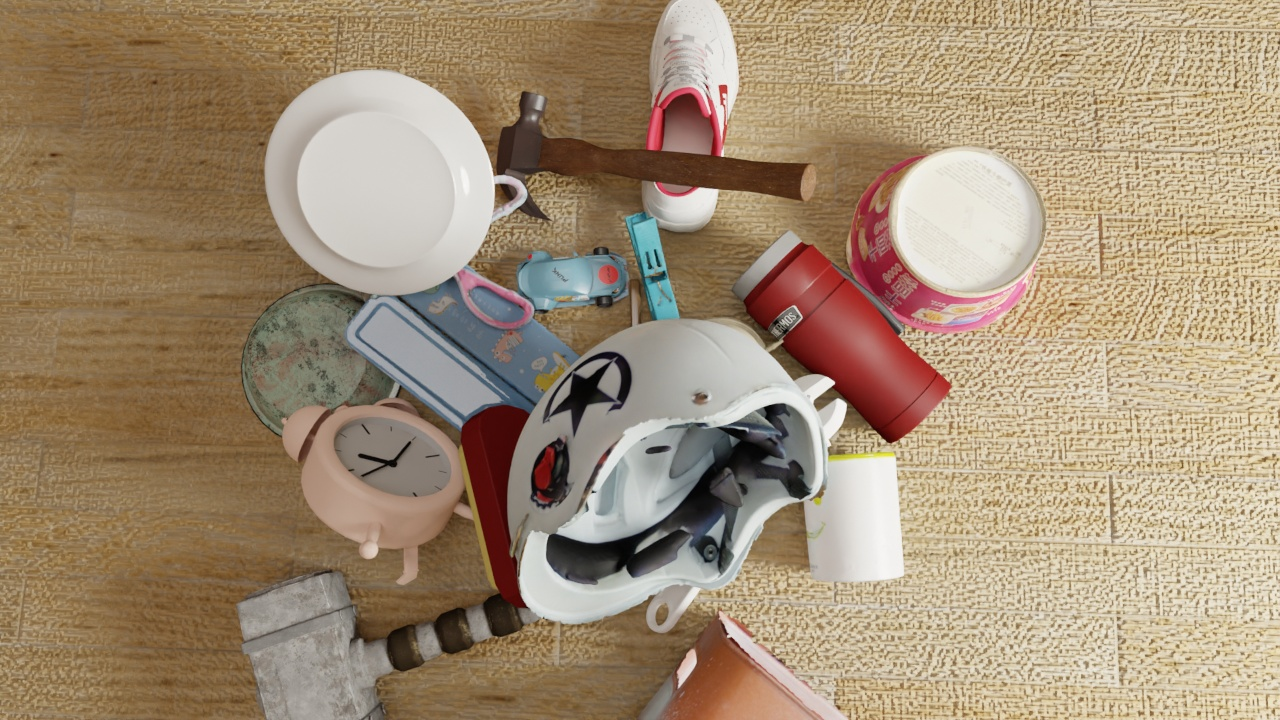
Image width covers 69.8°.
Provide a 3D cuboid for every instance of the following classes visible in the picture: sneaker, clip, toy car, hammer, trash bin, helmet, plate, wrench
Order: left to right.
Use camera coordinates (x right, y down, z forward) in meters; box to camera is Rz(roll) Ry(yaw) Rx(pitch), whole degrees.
[{"bbox_3d":[-0.217,-0.141,0.763,0.188,0.016,0.189,-1,113,-3],"label":"plate"},{"bbox_3d":[-0.172,0.240,0.806,0.326,0.079,0.177,-18,81,-7],"label":"hammer"},{"bbox_3d":[-0.065,-0.078,0.868,0.108,0.027,0.060,-4,82,1],"label":"toy car"},{"bbox_3d":[0.000,-0.169,0.800,0.323,0.033,0.115,14,97,33],"label":"hammer"},{"bbox_3d":[0.000,0.076,0.726,0.264,0.236,0.163,-45,49,15],"label":"helmet"},{"bbox_3d":[0.011,-0.079,0.854,0.027,0.104,0.120,-16,102,0],"label":"clip"},{"bbox_3d":[0.045,-0.246,0.851,0.090,0.104,0.236,8,82,3],"label":"sneaker"},{"bbox_3d":[0.088,0.129,0.807,0.273,0.018,0.066,-55,39,7],"label":"wrench"},{"bbox_3d":[0.115,0.347,0.726,0.260,0.181,0.157,41,86,6],"label":"trash bin"}]

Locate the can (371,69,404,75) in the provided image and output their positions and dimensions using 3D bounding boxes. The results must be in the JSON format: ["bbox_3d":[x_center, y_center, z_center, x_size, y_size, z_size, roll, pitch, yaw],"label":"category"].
[{"bbox_3d":[-0.218,-0.198,0.832,0.079,0.142,0.079,0,81,1],"label":"can"}]

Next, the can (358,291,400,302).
[{"bbox_3d":[-0.268,-0.118,0.867,0.054,0.054,0.135,-33,82,-3],"label":"can"}]

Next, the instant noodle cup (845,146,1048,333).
[{"bbox_3d":[0.288,-0.118,0.839,0.178,0.078,0.178,0,82,1],"label":"instant noodle cup"}]

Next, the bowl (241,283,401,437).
[{"bbox_3d":[-0.303,0.001,0.858,0.157,0.038,0.157,0,82,2],"label":"bowl"}]

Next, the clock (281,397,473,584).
[{"bbox_3d":[-0.224,0.104,0.790,0.160,0.130,0.086,51,122,24],"label":"clock"}]

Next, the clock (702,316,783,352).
[{"bbox_3d":[0.053,0.009,0.825,0.141,0.054,0.093,5,104,1],"label":"clock"}]

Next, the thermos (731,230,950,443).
[{"bbox_3d":[0.186,-0.028,0.832,0.198,0.084,0.107,45,55,5],"label":"thermos"}]

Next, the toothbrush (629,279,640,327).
[{"bbox_3d":[-0.005,0.005,0.861,0.016,0.016,0.166,-1,82,1],"label":"toothbrush"}]

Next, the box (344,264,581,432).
[{"bbox_3d":[-0.153,-0.006,0.838,0.209,0.021,0.125,39,85,-9],"label":"box"}]

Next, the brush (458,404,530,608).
[{"bbox_3d":[-0.108,0.125,0.784,0.042,0.082,0.173,-28,70,30],"label":"brush"}]

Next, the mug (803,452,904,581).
[{"bbox_3d":[0.185,0.136,0.803,0.082,0.082,0.106,-3,83,1],"label":"mug"}]

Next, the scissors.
[{"bbox_3d":[-0.160,-0.104,0.829,0.170,0.014,0.173,28,81,-8],"label":"scissors"}]
